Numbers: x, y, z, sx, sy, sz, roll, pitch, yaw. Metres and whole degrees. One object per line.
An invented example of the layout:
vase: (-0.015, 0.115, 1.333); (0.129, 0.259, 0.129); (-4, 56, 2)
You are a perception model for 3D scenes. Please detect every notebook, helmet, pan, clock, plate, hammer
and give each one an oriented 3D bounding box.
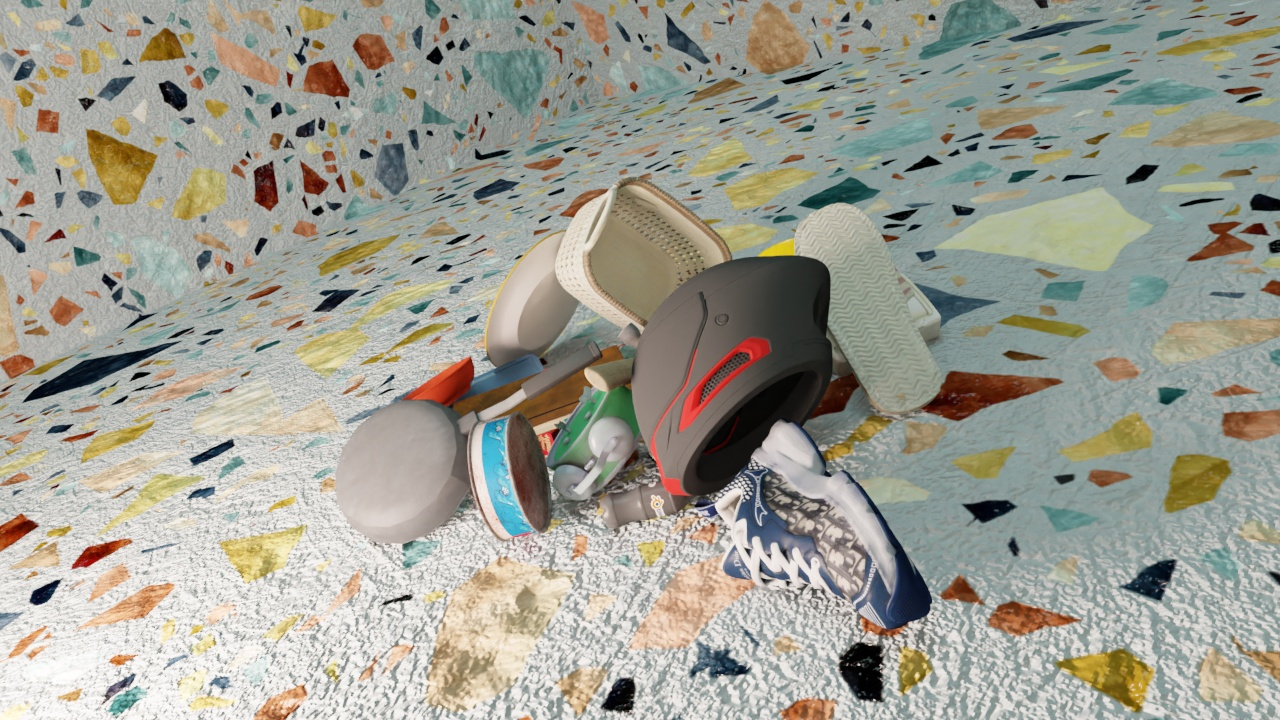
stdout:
notebook: (-0.115, 0.050, 1.155); (0.249, 0.014, 0.178); (-20, 23, -4)
helmet: (0.087, -0.005, 0.918); (0.264, 0.164, 0.170); (-40, 56, -2)
pan: (-0.202, 0.075, 1.060); (0.357, 0.041, 0.178); (-31, 56, 2)
clock: (-0.050, 0.086, 0.988); (0.122, 0.075, 0.161); (-50, 12, 21)
plate: (-0.140, -0.082, 1.336); (0.021, 0.230, 0.229); (32, 46, 21)
hammer: (-0.006, 0.006, 1.043); (0.031, 0.119, 0.330); (-49, -7, 9)

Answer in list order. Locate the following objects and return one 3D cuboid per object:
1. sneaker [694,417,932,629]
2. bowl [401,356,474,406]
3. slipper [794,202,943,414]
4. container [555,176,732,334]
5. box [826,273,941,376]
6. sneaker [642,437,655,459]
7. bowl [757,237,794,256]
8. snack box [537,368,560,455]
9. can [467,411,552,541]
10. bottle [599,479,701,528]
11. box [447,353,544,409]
sneaker: (0.133, 0.153, 0.774); (0.132, 0.103, 0.269); (-35, 24, -1)
bowl: (-0.273, 0.042, 1.251); (0.122, 0.035, 0.122); (-32, 11, 6)
slipper: (0.254, -0.058, 1.025); (0.115, 0.052, 0.262); (-21, 65, 4)
container: (0.003, -0.129, 1.285); (0.143, 0.246, 0.184); (-2, 60, 54)
box: (0.261, -0.083, 1.106); (0.145, 0.185, 0.095); (-24, -19, -9)
sneaker: (0.088, 0.023, 1.041); (0.235, 0.087, 0.079); (-49, 5, -9)
bowl: (0.220, -0.119, 1.289); (0.117, 0.067, 0.117); (-12, -20, -5)
snack box: (-0.114, 0.065, 1.192); (0.152, 0.036, 0.132); (7, 34, 44)
can: (-0.135, 0.122, 0.964); (0.044, 0.130, 0.129); (-14, 24, 8)
bottle: (0.015, 0.141, 0.930); (0.110, 0.036, 0.036); (-16, 24, 6)
box: (-0.228, 0.061, 1.309); (0.209, 0.049, 0.066); (-25, 43, -10)
